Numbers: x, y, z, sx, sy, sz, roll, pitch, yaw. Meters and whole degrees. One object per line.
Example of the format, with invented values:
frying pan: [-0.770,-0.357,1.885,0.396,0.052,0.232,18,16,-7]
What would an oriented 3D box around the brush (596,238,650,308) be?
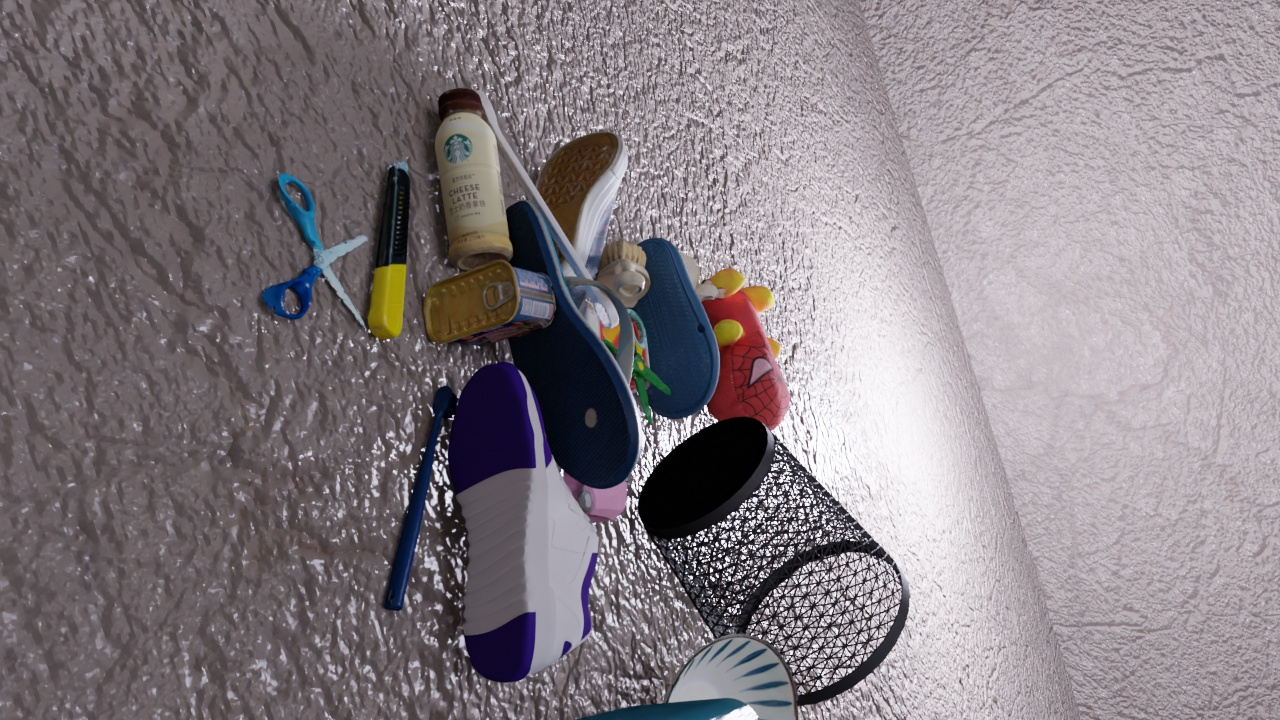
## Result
brush: [-0.016,-0.085,0.915,0.272,0.062,0.077,-113,-172,-84]

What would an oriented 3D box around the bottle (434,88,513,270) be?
bottle: [-0.154,-0.165,0.832,0.056,0.057,0.162,9,67,-57]

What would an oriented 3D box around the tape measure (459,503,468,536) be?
tape measure: [-0.125,0.115,0.774,0.060,0.020,0.062,1,74,-59]

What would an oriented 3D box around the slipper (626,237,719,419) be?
slipper: [0.036,-0.039,1.045,0.059,0.104,0.213,12,61,-59]

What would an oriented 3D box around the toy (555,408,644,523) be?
toy: [-0.042,0.091,0.883,0.157,0.067,0.123,-6,81,-64]

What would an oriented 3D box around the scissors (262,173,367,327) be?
scissors: [-0.243,-0.075,0.684,0.127,0.014,0.132,63,26,-25]

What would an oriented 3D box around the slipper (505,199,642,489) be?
slipper: [-0.063,-0.016,0.807,0.060,0.118,0.294,6,50,-44]

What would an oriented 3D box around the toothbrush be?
toothbrush: [-0.168,0.102,0.714,0.017,0.016,0.189,50,37,-45]

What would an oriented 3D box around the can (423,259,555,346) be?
can: [-0.126,-0.045,0.774,0.059,0.100,0.054,7,70,-59]

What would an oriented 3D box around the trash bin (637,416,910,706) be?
trash bin: [0.132,0.204,0.988,0.243,0.218,0.216,52,35,-20]

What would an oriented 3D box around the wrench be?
wrench: [-0.094,-0.144,0.860,0.009,0.047,0.273,-27,77,-21]

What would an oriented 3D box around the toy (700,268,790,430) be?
toy: [0.131,-0.005,1.187,0.147,0.099,0.216,16,60,-44]

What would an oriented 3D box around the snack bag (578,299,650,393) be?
snack bag: [-0.035,-0.013,0.974,0.115,0.036,0.077,22,57,-53]

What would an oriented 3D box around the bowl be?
bowl: [0.069,0.354,0.904,0.177,0.071,0.177,3,85,-35]

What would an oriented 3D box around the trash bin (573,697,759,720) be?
trash bin: [-0.001,0.360,0.703,0.218,0.197,0.199,16,63,-63]

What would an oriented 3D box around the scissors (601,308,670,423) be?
scissors: [-0.004,0.000,0.970,0.125,0.011,0.127,39,45,-43]

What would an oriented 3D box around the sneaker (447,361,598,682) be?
sneaker: [-0.081,0.124,0.736,0.111,0.092,0.244,11,71,-53]

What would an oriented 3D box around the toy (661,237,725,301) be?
toy: [0.049,-0.103,1.141,0.112,0.050,0.087,41,38,-10]

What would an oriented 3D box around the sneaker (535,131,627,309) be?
sneaker: [-0.068,-0.145,0.961,0.079,0.087,0.234,70,29,-47]

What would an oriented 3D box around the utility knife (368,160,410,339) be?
utility knife: [-0.203,-0.097,0.753,0.029,0.020,0.173,54,31,-59]
